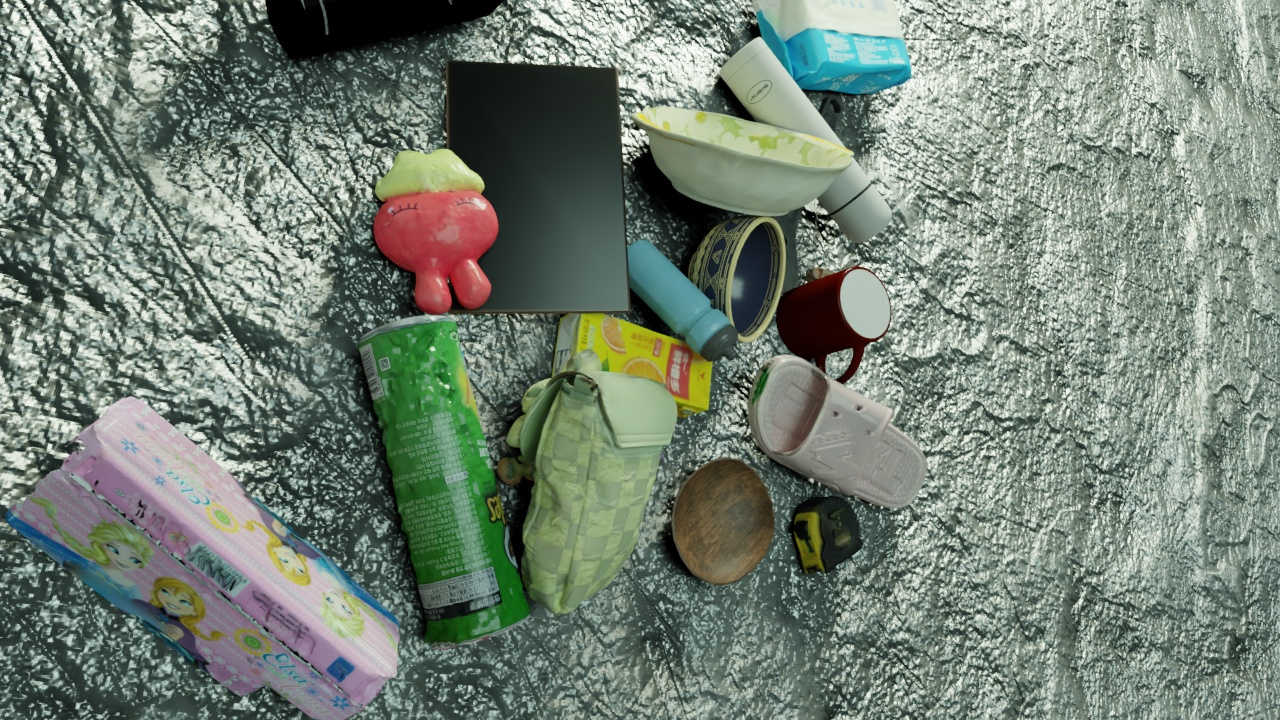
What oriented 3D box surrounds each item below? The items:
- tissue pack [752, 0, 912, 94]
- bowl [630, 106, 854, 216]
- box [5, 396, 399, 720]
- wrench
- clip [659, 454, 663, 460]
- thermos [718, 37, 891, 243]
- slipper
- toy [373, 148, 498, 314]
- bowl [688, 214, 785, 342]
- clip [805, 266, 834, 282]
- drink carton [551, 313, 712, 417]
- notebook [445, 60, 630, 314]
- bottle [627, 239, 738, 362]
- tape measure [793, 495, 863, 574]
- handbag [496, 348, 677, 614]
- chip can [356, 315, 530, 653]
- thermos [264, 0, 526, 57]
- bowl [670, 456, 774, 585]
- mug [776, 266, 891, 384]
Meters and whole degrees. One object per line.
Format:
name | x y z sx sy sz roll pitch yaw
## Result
tissue pack | 0.211 -0.348 0.982 0.208 0.066 0.117 -13 86 -37
bowl | 0.088 -0.173 0.817 0.219 0.188 0.060 -1 117 -31
box | -0.262 0.137 0.557 0.096 0.085 0.230 -43 107 0
wrench | 0.164 -0.176 0.941 0.073 0.018 0.272 37 60 -21
clip | -0.001 0.072 0.775 0.053 0.013 0.036 32 62 -22
thermos | 0.167 -0.214 0.911 0.224 0.052 0.052 51 57 -5
slipper | 0.198 0.079 0.861 0.239 0.064 0.094 31 86 -30
toy | -0.151 -0.097 0.683 0.091 0.045 0.135 -7 73 -16
bowl | 0.079 -0.077 0.825 0.112 0.061 0.112 -31 128 -51
clip | 0.198 -0.076 0.926 0.061 0.043 0.024 31 62 -31
drink carton | -0.005 0.004 0.769 0.134 0.043 0.058 17 68 -29
notebook | -0.083 -0.140 0.735 0.141 0.008 0.209 -1 79 -10
bottle | 0.034 -0.047 0.775 0.040 0.040 0.130 -31 68 -35
tape measure | 0.177 0.158 0.859 0.067 0.038 0.062 -18 90 -35
handbag | -0.052 0.085 0.682 0.113 0.117 0.186 7 99 -60
chip can | -0.139 0.081 0.642 0.075 0.076 0.223 -12 86 -36
thermos | -0.168 -0.290 0.712 0.230 0.061 0.061 -29 96 -35
bowl | 0.066 0.139 0.796 0.114 0.026 0.102 -34 98 -35
mug | 0.188 -0.029 0.882 0.073 0.083 0.105 -1 80 -34
